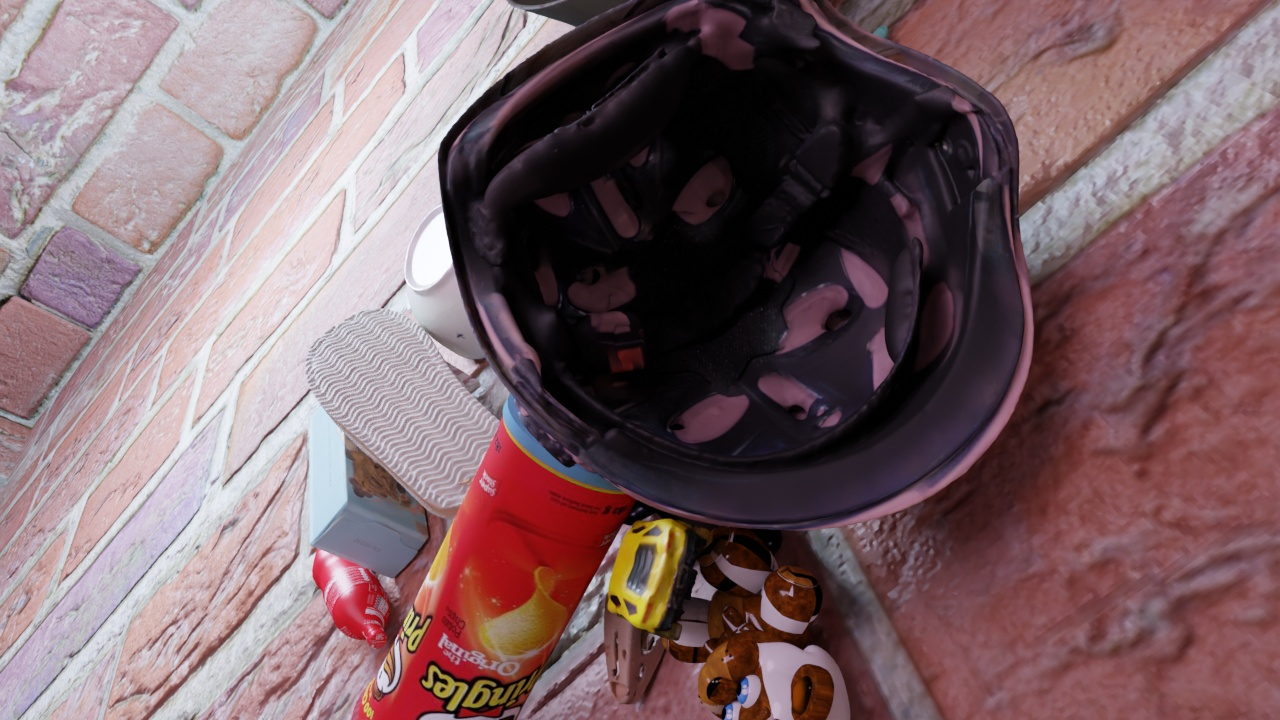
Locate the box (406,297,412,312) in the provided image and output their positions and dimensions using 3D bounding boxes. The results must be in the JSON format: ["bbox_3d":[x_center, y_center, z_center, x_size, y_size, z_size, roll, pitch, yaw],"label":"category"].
[{"bbox_3d":[-0.153,-0.134,0.888,0.198,0.044,0.135,-26,43,33],"label":"box"}]

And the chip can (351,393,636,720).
[{"bbox_3d":[-0.074,0.123,0.478,0.214,0.087,0.087,-62,30,19],"label":"chip can"}]

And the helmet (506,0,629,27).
[{"bbox_3d":[0.051,-0.299,0.663,0.227,0.154,0.267,23,76,51],"label":"helmet"}]

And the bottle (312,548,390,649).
[{"bbox_3d":[-0.219,0.180,0.700,0.042,0.042,0.142,-59,33,-4],"label":"bottle"}]

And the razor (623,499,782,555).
[{"bbox_3d":[0.017,0.074,0.484,0.140,0.053,0.064,28,98,55],"label":"razor"}]

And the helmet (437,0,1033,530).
[{"bbox_3d":[0.040,-0.034,0.417,0.229,0.153,0.255,-41,73,-15],"label":"helmet"}]

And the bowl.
[{"bbox_3d":[-0.147,-0.084,0.781,0.154,0.072,0.153,-21,57,36],"label":"bowl"}]

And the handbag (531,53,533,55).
[{"bbox_3d":[-0.046,-0.124,0.650,0.126,0.069,0.159,44,127,37],"label":"handbag"}]

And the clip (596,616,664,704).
[{"bbox_3d":[0.001,0.148,0.473,0.060,0.049,0.026,-27,10,-41],"label":"clip"}]

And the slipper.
[{"bbox_3d":[-0.176,0.039,0.723,0.114,0.052,0.263,-33,45,-21],"label":"slipper"}]

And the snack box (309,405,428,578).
[{"bbox_3d":[-0.226,0.093,0.754,0.053,0.075,0.174,-46,34,13],"label":"snack box"}]

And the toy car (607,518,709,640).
[{"bbox_3d":[0.003,0.095,0.412,0.107,0.030,0.049,132,156,-74],"label":"toy car"}]

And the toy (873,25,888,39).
[{"bbox_3d":[0.109,-0.179,0.603,0.105,0.033,0.085,5,55,54],"label":"toy"}]

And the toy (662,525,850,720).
[{"bbox_3d":[0.051,0.132,0.381,0.112,0.067,0.087,-93,23,-59],"label":"toy"}]
